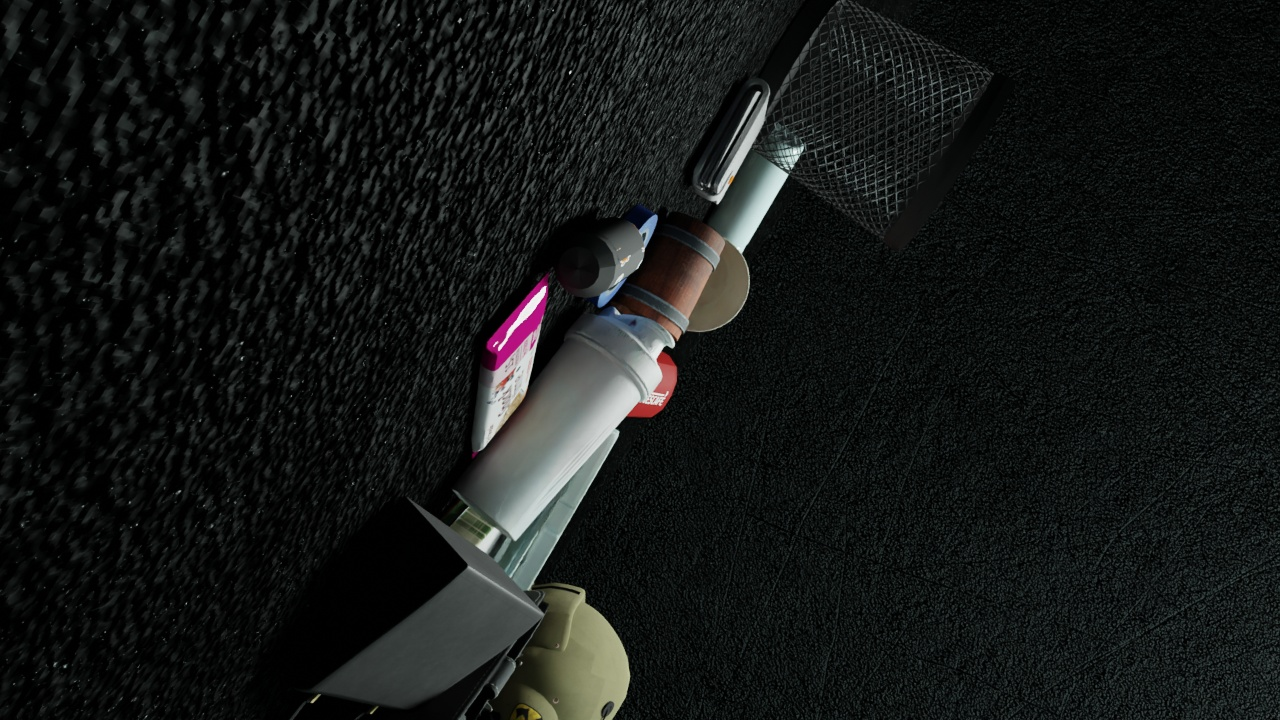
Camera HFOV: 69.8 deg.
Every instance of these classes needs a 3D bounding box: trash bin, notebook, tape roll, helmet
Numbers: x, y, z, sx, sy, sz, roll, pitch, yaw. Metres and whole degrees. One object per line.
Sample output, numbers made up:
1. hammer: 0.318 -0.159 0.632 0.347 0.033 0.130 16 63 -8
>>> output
1. trash bin: 0.254 -0.274 1.034 0.217 0.227 0.218 -56 175 -9
2. notebook: -0.187 0.273 0.798 0.208 0.170 0.029 -52 130 -56
3. tape roll: -0.018 -0.090 0.798 0.092 0.016 0.092 -53 174 -34
4. helmet: -0.145 0.432 1.303 0.233 0.255 0.250 -54 176 2

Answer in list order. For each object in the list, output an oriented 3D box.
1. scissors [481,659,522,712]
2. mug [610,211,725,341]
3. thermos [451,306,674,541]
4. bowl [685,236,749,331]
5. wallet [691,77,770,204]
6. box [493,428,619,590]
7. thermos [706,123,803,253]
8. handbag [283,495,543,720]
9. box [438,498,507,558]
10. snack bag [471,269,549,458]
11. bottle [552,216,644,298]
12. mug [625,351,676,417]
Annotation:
1. scissors: -0.202 0.287 0.847 0.198 0.015 0.179 -24 -157 -2
2. mug: 0.026 -0.087 0.953 0.111 0.081 0.117 -60 -167 -6
3. thermos: -0.069 0.048 0.804 0.220 0.099 0.099 -50 173 -17
4. bowl: 0.066 -0.096 1.073 0.115 0.115 0.062 -58 -171 11
5. wallet: 0.092 -0.221 0.919 0.118 0.037 0.115 -60 175 -1
6. box: -0.085 0.148 0.911 0.199 0.067 0.083 -60 154 2
7. thermos: 0.141 -0.216 1.238 0.077 0.065 0.207 -16 145 -45
8. handbag: -0.187 0.217 0.669 0.195 0.072 0.176 -45 154 -11
9. box: -0.159 0.164 0.860 0.204 0.050 0.118 -50 169 -54
10. snack bag: -0.098 0.011 0.675 0.070 0.016 0.197 -52 173 -30
11. bottle: -0.025 -0.077 0.658 0.047 0.047 0.112 -60 174 24
12. mug: -0.006 0.006 1.040 0.116 0.080 0.096 -64 160 5
